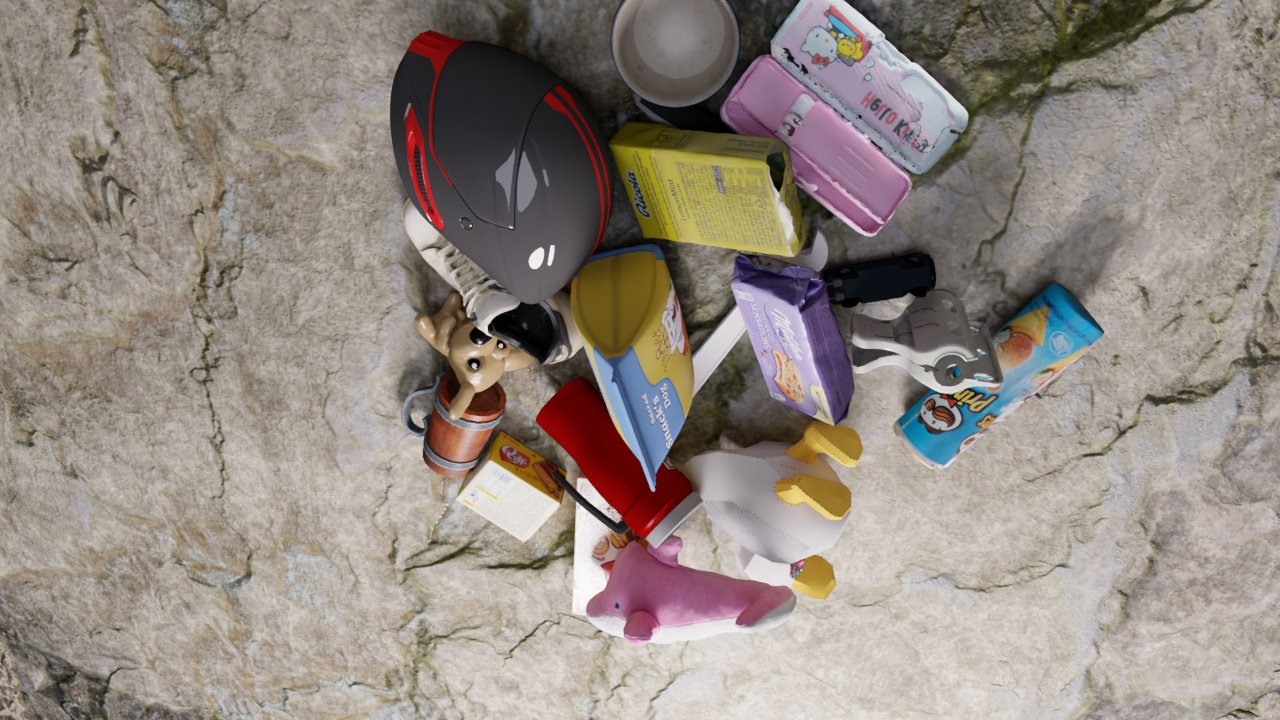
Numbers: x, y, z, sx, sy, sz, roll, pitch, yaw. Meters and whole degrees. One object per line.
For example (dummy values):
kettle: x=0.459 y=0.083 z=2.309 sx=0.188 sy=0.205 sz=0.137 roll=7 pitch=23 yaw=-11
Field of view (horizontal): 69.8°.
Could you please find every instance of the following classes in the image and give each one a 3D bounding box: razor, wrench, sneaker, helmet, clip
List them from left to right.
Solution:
sneaker: x=-0.163 y=-0.078 z=0.964 sx=0.241 sy=0.102 sz=0.089 roll=40 pitch=119 yaw=-7
helmet: x=-0.111 y=-0.174 z=0.858 sx=0.170 sy=0.163 sz=0.265 roll=8 pitch=130 yaw=24
razor: x=0.061 y=-0.216 z=0.888 sx=0.156 sy=0.057 sz=0.060 roll=42 pitch=132 yaw=-15
wrench: x=0.106 y=-0.043 z=1.007 sx=0.066 sy=0.018 sz=0.274 roll=31 pitch=121 yaw=-11
clip: x=0.286 y=-0.027 z=0.930 sx=0.151 sy=0.125 sz=0.092 roll=9 pitch=120 yaw=7

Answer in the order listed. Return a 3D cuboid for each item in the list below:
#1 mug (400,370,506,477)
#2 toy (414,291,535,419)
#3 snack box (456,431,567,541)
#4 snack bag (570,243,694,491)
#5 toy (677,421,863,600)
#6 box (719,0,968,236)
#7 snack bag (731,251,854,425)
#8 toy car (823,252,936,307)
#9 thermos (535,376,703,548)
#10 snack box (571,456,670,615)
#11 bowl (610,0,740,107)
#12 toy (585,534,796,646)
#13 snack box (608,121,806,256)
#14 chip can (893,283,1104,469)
mug: x=-0.228 y=0.068 z=1.089 sx=0.117 sy=0.081 sz=0.111 roll=33 pitch=125 yaw=8
toy: x=-0.196 y=-0.015 z=1.025 sx=0.108 sy=0.133 sz=0.106 roll=41 pitch=145 yaw=13
snack box: x=-0.157 y=0.156 z=1.135 sx=0.105 sy=0.061 sz=0.084 roll=35 pitch=119 yaw=-14
snack bag: x=-0.005 y=0.005 z=0.924 sx=0.102 sy=0.204 sz=0.159 roll=-11 pitch=131 yaw=9
toy: x=0.157 y=0.178 z=1.071 sx=0.246 sy=0.140 sz=0.268 roll=26 pitch=141 yaw=-2
box: x=0.190 y=-0.230 z=0.866 sx=0.201 sy=0.044 sz=0.155 roll=36 pitch=97 yaw=-15
snack bag: x=0.163 y=-0.025 z=0.950 sx=0.096 sy=0.058 sz=0.205 roll=28 pitch=152 yaw=44
toy car: x=0.247 y=-0.084 z=0.952 sx=0.112 sy=0.034 sz=0.046 roll=-8 pitch=119 yaw=14
thermos: x=-0.033 y=0.122 z=1.036 sx=0.108 sy=0.084 sz=0.198 roll=-44 pitch=79 yaw=-5
snack box: x=-0.026 y=0.224 z=1.159 sx=0.110 sy=0.061 sz=0.231 roll=6 pitch=121 yaw=3
bowl: x=0.034 y=-0.296 z=0.837 sx=0.115 sy=0.059 sz=0.116 roll=3 pitch=121 yaw=5
toy: x=0.047 y=0.264 z=1.070 sx=0.266 sy=0.186 sz=0.128 roll=-7 pitch=88 yaw=28
snack box: x=0.067 y=-0.162 z=0.864 sx=0.181 sy=0.045 sz=0.121 roll=14 pitch=145 yaw=34
chip can: x=0.378 y=0.022 z=0.977 sx=0.080 sy=0.079 sz=0.230 roll=34 pitch=119 yaw=-13
